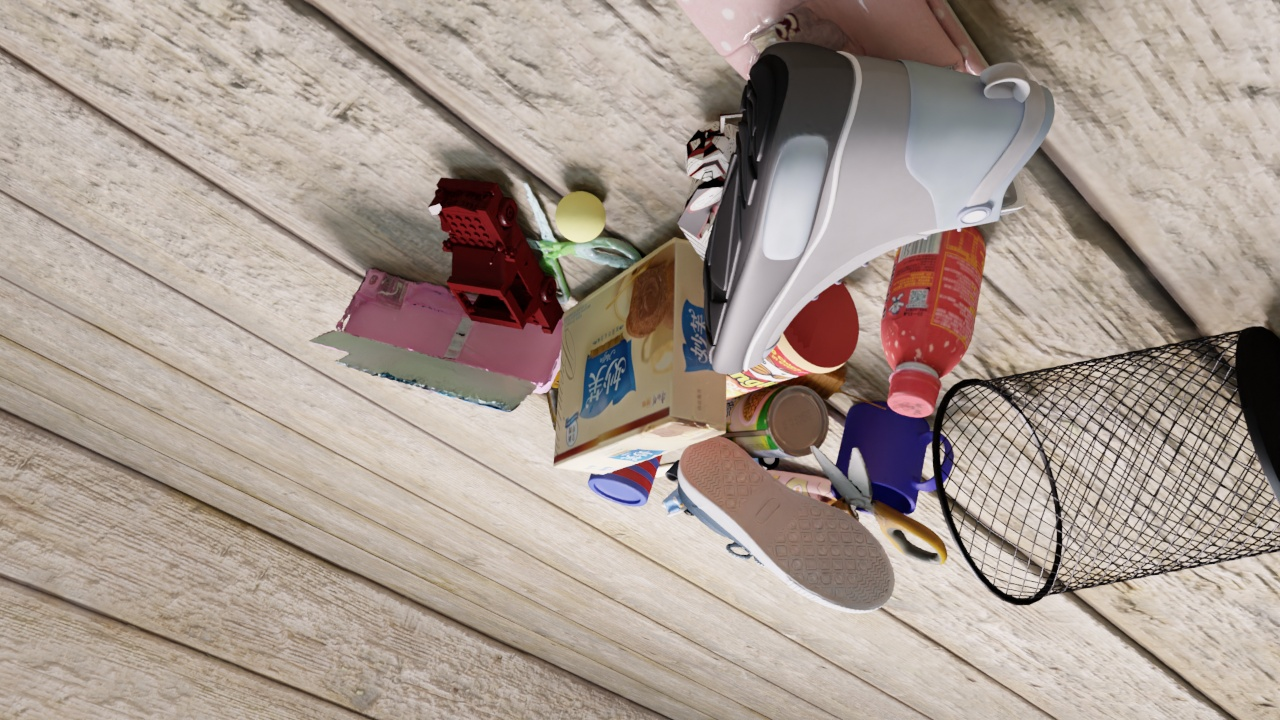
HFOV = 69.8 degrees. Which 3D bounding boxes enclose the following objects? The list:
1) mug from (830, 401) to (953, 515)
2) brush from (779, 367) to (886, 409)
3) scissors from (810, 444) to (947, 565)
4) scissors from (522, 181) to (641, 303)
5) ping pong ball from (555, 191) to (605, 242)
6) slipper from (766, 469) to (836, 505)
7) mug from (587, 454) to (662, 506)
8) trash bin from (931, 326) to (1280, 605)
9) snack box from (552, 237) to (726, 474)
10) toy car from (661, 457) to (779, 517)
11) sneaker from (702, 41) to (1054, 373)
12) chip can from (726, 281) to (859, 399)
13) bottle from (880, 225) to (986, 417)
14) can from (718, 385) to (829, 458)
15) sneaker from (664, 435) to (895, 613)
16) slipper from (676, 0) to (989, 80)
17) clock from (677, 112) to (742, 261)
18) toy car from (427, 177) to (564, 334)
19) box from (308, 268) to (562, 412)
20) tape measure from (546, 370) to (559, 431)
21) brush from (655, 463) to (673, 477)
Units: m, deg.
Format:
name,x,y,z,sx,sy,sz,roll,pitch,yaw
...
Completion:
name,x,y,z,sx,sy,sz,roll,pitch,yaw
mug,0.241,0.093,0.867,0.111,0.083,0.079,-8,142,43
brush,0.164,0.015,0.847,0.126,0.017,0.048,21,153,-2
scissors,0.219,0.140,0.856,0.175,0.016,0.225,12,150,17
scissors,-0.078,-0.100,0.805,0.173,0.021,0.171,17,156,16
ping pong ball,-0.047,-0.114,0.725,0.040,0.040,0.040,16,153,8
slipper,0.150,0.174,1.068,0.197,0.081,0.093,12,156,-2
mug,-0.024,0.117,1.095,0.075,0.076,0.112,3,149,29
trash bin,0.358,0.074,0.668,0.184,0.183,0.211,35,144,-27
snack box,-0.005,0.005,0.784,0.055,0.153,0.208,13,159,-28
toy car,0.086,0.114,0.965,0.055,0.153,0.056,58,161,5
sneaker,0.124,-0.071,0.532,0.160,0.093,0.257,1,151,-2
chip can,0.081,-0.009,0.784,0.087,0.086,0.214,31,152,-21
bottle,0.193,-0.028,0.617,0.062,0.137,0.062,17,154,8
can,0.120,0.060,0.881,0.067,0.067,0.121,29,164,-18
sneaker,0.125,0.161,0.869,0.235,0.089,0.087,37,154,14
slipper,0.110,-0.172,0.497,0.274,0.054,0.114,34,150,-27
clock,0.083,-0.107,0.623,0.115,0.065,0.155,13,153,14
toy car,-0.126,-0.078,0.796,0.070,0.061,0.170,10,149,24
box,-0.197,-0.009,0.900,0.230,0.160,0.062,14,130,11
tape measure,-0.071,0.039,0.995,0.037,0.064,0.066,13,124,30
brush,0.071,0.129,1.129,0.033,0.012,0.218,33,152,-25
